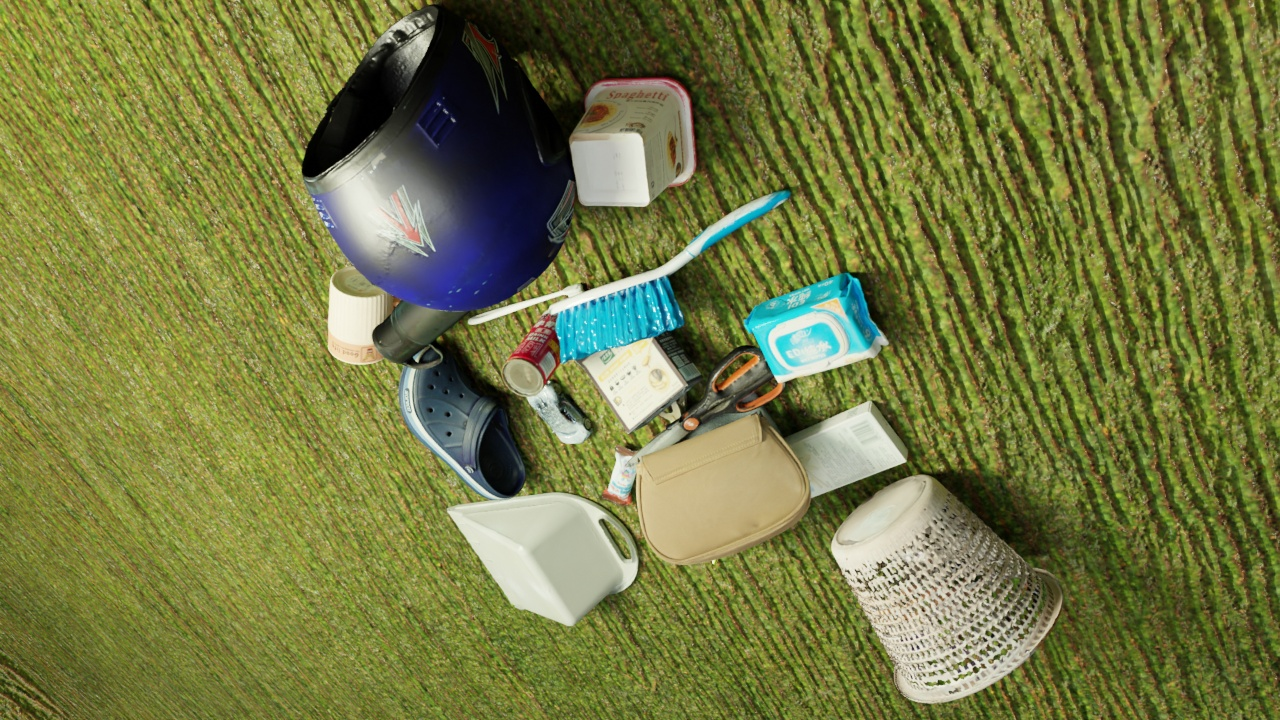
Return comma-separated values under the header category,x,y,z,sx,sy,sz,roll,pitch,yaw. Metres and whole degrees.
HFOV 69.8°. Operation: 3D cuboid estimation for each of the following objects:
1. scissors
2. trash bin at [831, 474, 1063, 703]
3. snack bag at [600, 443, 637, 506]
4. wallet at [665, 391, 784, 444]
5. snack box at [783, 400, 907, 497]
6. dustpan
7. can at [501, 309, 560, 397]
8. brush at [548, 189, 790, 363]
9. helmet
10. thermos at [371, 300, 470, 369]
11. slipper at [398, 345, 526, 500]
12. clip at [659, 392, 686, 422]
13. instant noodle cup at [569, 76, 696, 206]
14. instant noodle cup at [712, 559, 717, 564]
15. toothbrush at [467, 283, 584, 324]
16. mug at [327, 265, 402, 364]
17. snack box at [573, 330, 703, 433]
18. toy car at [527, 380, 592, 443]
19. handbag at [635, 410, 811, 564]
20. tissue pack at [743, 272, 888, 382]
category,x,y,z,sx,sy,sz,roll,pitch,yaw
scissors,0.081,0.076,1.111,0.139,0.021,0.236,21,119,-24
trash bin,0.340,0.252,1.082,0.228,0.226,0.192,-38,92,36
snack bag,-0.023,0.158,1.260,0.045,0.026,0.105,23,126,9
wallet,0.104,0.090,1.140,0.121,0.019,0.097,-32,108,8
snack box,0.238,0.114,1.126,0.157,0.026,0.084,-28,110,34
dustpan,-0.134,0.288,1.405,0.258,0.142,0.223,7,131,53
can,-0.116,-0.015,1.107,0.053,0.132,0.053,11,126,14
brush,0.031,-0.087,1.019,0.315,0.060,0.109,-17,90,22
helmet,-0.186,-0.191,0.932,0.248,0.314,0.240,-31,128,21
thermos,-0.224,-0.076,1.126,0.243,0.068,0.090,-36,108,27
slipper,-0.229,0.092,1.243,0.095,0.104,0.253,-11,121,35
clip,0.045,0.068,1.160,0.035,0.074,0.100,-14,116,28
instant noodle cup,-0.012,-0.216,0.932,0.116,0.123,0.117,5,125,19
instant noodle cup,0.068,0.188,1.202,0.123,0.111,0.112,27,129,13
toothbrush,-0.146,-0.067,1.158,0.180,0.016,0.016,-14,122,28
mug,-0.352,-0.059,1.210,0.114,0.081,0.106,4,128,-14
snack box,-0.007,0.006,1.111,0.113,0.053,0.125,-41,78,33
toy car,-0.109,0.073,1.231,0.049,0.031,0.105,-27,111,35
handbag,0.096,0.157,1.096,0.204,0.100,0.147,-21,72,4
tissue pack,0.194,-0.034,1.017,0.140,0.063,0.090,-18,115,31
